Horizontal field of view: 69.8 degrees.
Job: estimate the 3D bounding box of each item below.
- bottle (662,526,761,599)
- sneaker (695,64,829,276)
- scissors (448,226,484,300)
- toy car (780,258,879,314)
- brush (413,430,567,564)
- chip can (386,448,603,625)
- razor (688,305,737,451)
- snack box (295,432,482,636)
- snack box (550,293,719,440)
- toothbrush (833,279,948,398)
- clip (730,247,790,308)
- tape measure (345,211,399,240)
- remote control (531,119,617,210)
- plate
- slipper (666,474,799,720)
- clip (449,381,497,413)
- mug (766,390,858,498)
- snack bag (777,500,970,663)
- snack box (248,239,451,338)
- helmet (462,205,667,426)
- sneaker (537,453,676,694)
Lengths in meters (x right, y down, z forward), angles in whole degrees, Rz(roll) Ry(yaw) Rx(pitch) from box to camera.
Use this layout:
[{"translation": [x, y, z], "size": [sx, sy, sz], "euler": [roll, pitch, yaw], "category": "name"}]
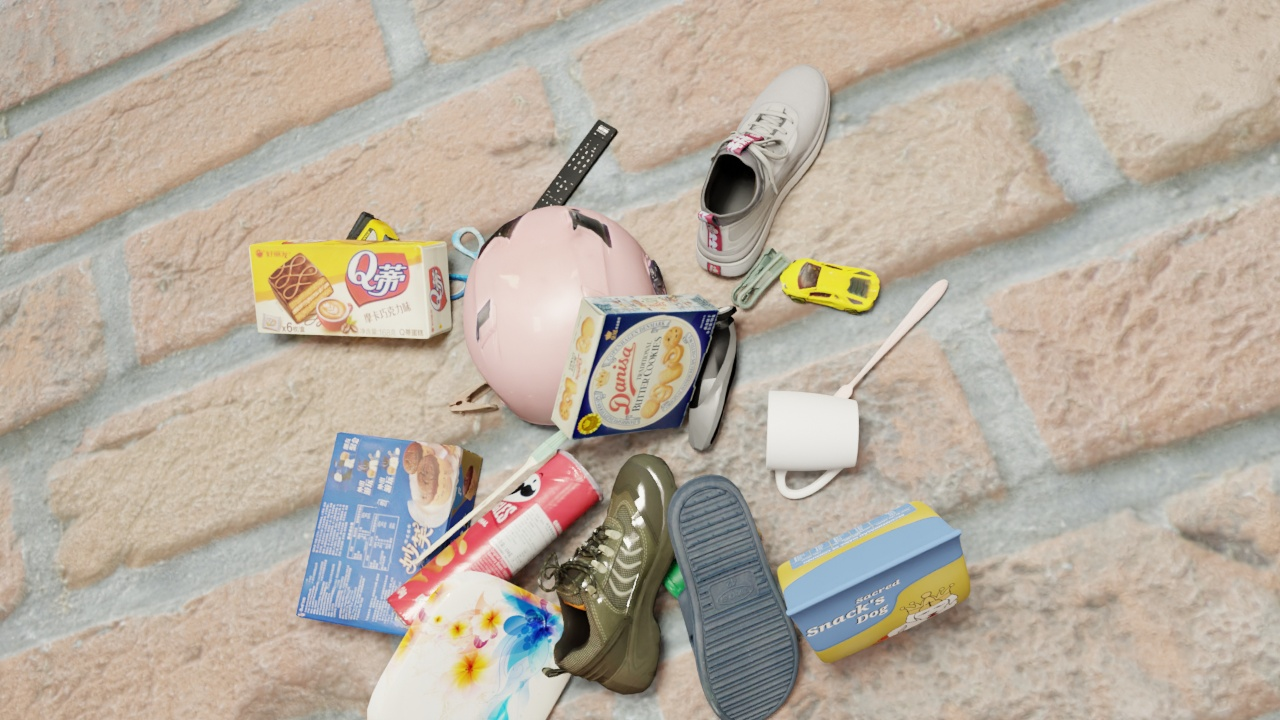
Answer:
[{"translation": [0.072, 0.199, 0.940], "size": [0.111, 0.043, 0.043], "euler": [-40, 69, 0], "category": "bottle"}, {"translation": [0.127, -0.228, 1.001], "size": [0.097, 0.129, 0.262], "euler": [24, 80, 18], "category": "sneaker"}, {"translation": [-0.191, -0.097, 1.105], "size": [0.140, 0.013, 0.114], "euler": [35, 85, 18], "category": "scissors"}, {"translation": [0.204, -0.082, 0.993], "size": [0.107, 0.030, 0.049], "euler": [12, 79, 18], "category": "toy car"}, {"translation": [-0.152, 0.139, 0.960], "size": [0.217, 0.033, 0.012], "euler": [-41, 95, -10], "category": "brush"}, {"translation": [-0.147, 0.192, 0.942], "size": [0.232, 0.073, 0.073], "euler": [-40, 68, -19], "category": "chip can"}, {"translation": [0.074, 0.019, 0.985], "size": [0.057, 0.060, 0.156], "euler": [1, 90, 57], "category": "razor"}, {"translation": [-0.274, 0.191, 1.012], "size": [0.155, 0.069, 0.202], "euler": [5, 77, 15], "category": "snack box"}, {"translation": [-0.005, 0.005, 0.920], "size": [0.042, 0.144, 0.145], "euler": [45, 128, 42], "category": "snack box"}, {"translation": [0.264, -0.019, 0.969], "size": [0.016, 0.018, 0.181], "euler": [41, 85, 19], "category": "toothbrush"}, {"translation": [0.128, -0.093, 1.018], "size": [0.078, 0.023, 0.049], "euler": [-44, 29, 9], "category": "clip"}, {"translation": [-0.332, -0.142, 1.136], "size": [0.064, 0.037, 0.065], "euler": [33, 98, 22], "category": "tape measure"}, {"translation": [-0.080, -0.231, 1.115], "size": [0.030, 0.009, 0.140], "euler": [34, 85, 20], "category": "remote control"}, {"translation": [-0.155, 0.314, 0.904], "size": [0.187, 0.187, 0.016], "euler": [-60, 29, -7], "category": "plate"}, {"translation": [0.083, 0.224, 0.888], "size": [0.101, 0.082, 0.264], "euler": [-16, 105, -7], "category": "slipper"}, {"translation": [-0.193, 0.041, 1.059], "size": [0.060, 0.024, 0.039], "euler": [-3, 74, 17], "category": "clip"}, {"translation": [0.173, 0.088, 0.935], "size": [0.088, 0.080, 0.114], "euler": [2, 106, 8], "category": "mug"}, {"translation": [0.207, 0.196, 0.819], "size": [0.159, 0.205, 0.102], "euler": [-27, 70, 5], "category": "snack bag"}, {"translation": [-0.344, -0.088, 1.091], "size": [0.230, 0.061, 0.110], "euler": [2, 102, 15], "category": "snack box"}, {"translation": [-0.095, -0.064, 1.000], "size": [0.230, 0.152, 0.255], "euler": [-4, 71, 14], "category": "helmet"}, {"translation": [-0.050, 0.205, 0.909], "size": [0.142, 0.101, 0.237], "euler": [13, 80, -27], "category": "sneaker"}]
